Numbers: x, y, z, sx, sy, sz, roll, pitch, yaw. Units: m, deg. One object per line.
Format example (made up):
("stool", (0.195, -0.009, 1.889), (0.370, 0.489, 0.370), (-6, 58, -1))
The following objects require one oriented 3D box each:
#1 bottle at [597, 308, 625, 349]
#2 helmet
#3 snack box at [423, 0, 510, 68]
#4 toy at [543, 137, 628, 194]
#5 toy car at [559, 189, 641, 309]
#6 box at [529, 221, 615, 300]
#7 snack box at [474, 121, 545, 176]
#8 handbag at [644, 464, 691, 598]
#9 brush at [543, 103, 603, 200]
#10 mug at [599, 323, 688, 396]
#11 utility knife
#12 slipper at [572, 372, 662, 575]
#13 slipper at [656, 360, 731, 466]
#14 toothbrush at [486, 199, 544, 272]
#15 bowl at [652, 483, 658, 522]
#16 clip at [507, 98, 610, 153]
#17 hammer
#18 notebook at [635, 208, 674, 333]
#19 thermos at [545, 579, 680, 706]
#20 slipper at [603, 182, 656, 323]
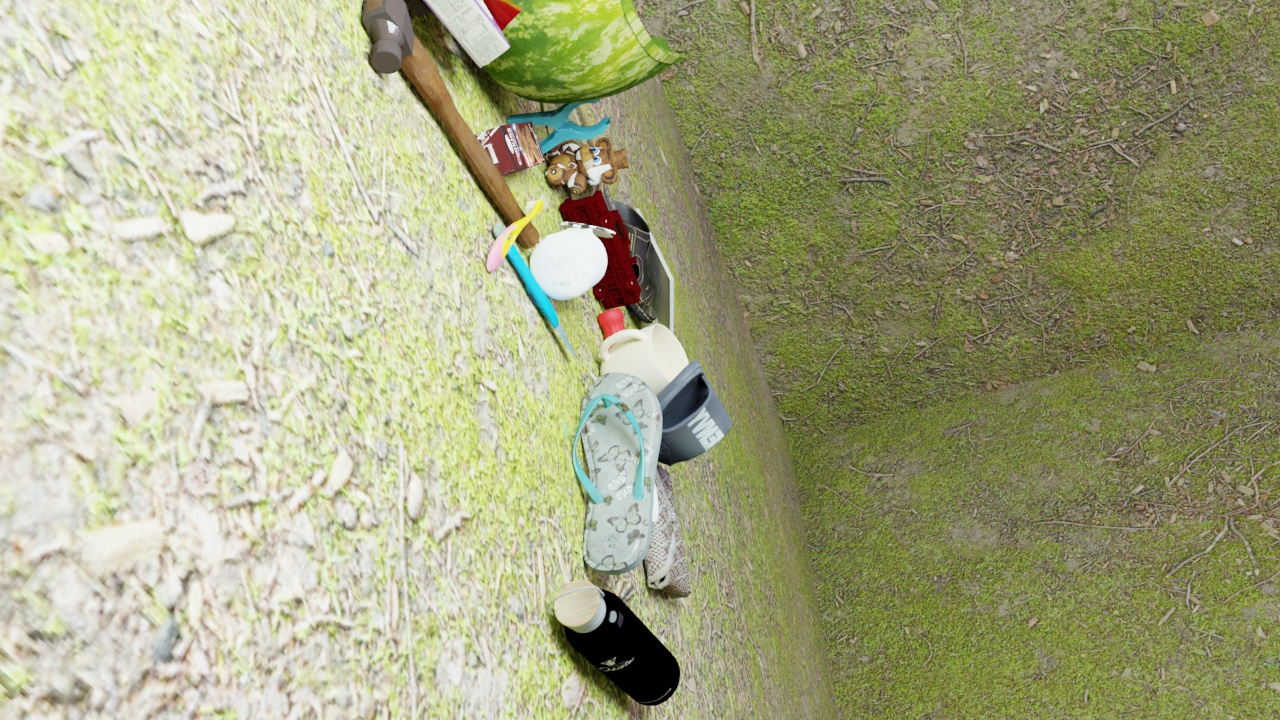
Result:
("bottle", (-0.028, -0.013, 1.292), (0.036, 0.036, 0.119), (-27, 101, -78))
("helmet", (-0.089, -0.403, 1.044), (0.242, 0.248, 0.213), (-42, 128, -53))
("snack box", (-0.201, -0.380, 0.890), (0.148, 0.040, 0.143), (59, 7, 18))
("toy", (-0.074, -0.270, 1.258), (0.067, 0.112, 0.087), (75, 3, -64))
("toy car", (-0.051, -0.159, 1.294), (0.061, 0.070, 0.170), (-68, 142, -52))
("box", (-0.076, -0.126, 1.107), (0.165, 0.083, 0.092), (-52, 143, -77))
("snack box", (-0.148, -0.244, 1.060), (0.140, 0.032, 0.051), (-65, 137, -72))
("handbag", (0.028, 0.217, 1.216), (0.124, 0.047, 0.185), (53, 24, -62))
("brush", (-0.096, -0.308, 1.323), (0.043, 0.059, 0.195), (-23, 99, -66))
("mug", (-0.007, 0.007, 1.212), (0.120, 0.100, 0.096), (46, 32, -34))
("utility knife", (-0.115, -0.073, 1.025), (0.031, 0.015, 0.205), (-90, 156, -49))
("slipper", (-0.025, 0.104, 1.004), (0.055, 0.098, 0.268), (63, 17, -46))
("slipper", (0.061, 0.092, 1.177), (0.083, 0.110, 0.268), (44, -12, 19))
("toothbrush", (-0.133, -0.133, 0.959), (0.135, 0.016, 0.021), (-63, 152, -45))
("bowl", (-0.016, 0.148, 1.122), (0.109, 0.041, 0.110), (-16, 89, -79))
("clip", (-0.093, -0.282, 1.151), (0.114, 0.127, 0.028), (52, 23, -35))
("hammer", (-0.177, -0.225, 0.915), (0.323, 0.033, 0.115), (59, 20, -51))
("notebook", (0.023, -0.141, 1.547), (0.209, 0.009, 0.143), (-112, -165, -46))
("thermos", (-0.025, 0.265, 0.873), (0.231, 0.061, 0.061), (60, 18, -49))
("slipper", (-0.016, -0.189, 1.485), (0.112, 0.076, 0.268), (-70, 142, -70))
